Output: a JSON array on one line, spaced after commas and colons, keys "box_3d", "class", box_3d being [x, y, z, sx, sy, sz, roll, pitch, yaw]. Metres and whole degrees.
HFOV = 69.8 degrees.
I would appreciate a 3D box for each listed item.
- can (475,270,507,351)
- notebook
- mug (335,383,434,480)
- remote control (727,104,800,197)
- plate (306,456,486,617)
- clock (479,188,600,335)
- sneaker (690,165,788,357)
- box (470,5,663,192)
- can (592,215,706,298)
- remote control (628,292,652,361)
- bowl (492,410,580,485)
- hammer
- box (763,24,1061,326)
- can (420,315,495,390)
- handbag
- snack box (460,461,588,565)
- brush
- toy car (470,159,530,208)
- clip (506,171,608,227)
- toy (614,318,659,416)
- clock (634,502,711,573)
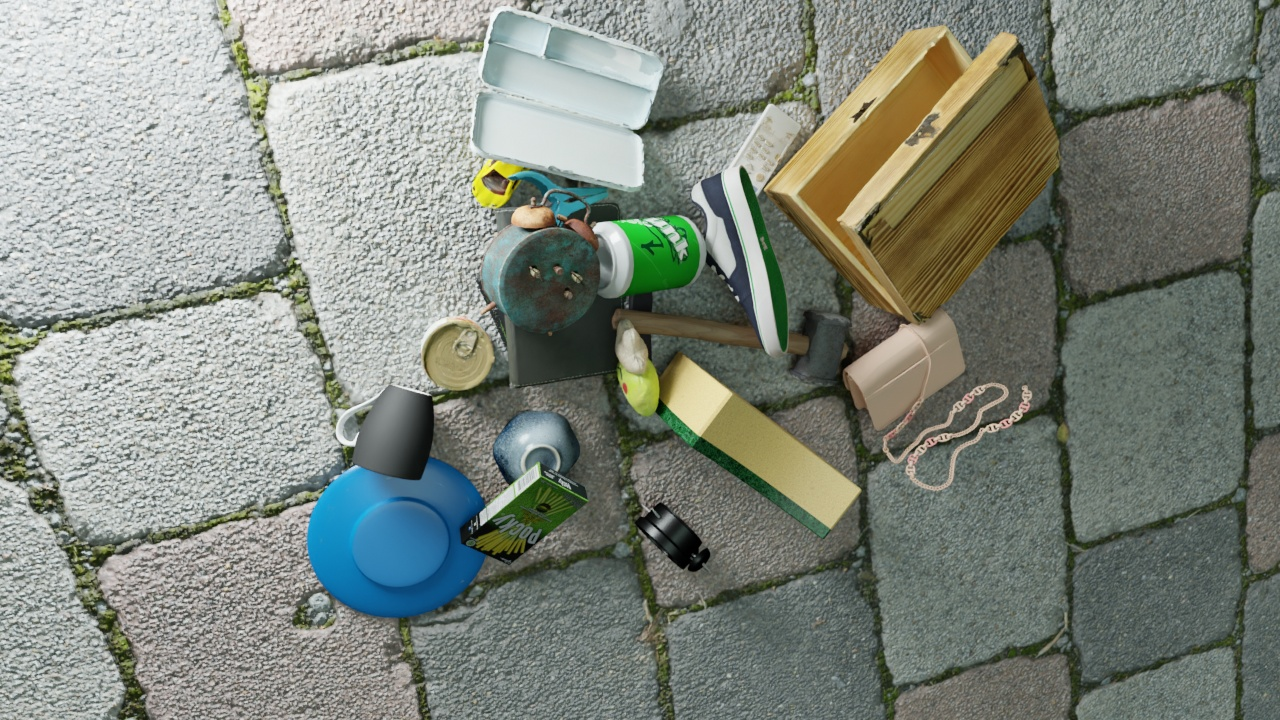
[{"box_3d": [-0.150, -0.052, 1.101, 0.054, 0.054, 0.138, -24, 109, -8], "class": "can"}, {"box_3d": [-0.088, -0.080, 1.093, 0.169, 0.029, 0.209, -9, 103, -34], "class": "notebook"}, {"box_3d": [-0.302, 0.078, 1.090, 0.119, 0.085, 0.100, 15, 87, 12], "class": "mug"}, {"box_3d": [0.145, -0.249, 1.148, 0.050, 0.011, 0.136, 31, 95, -20], "class": "remote control"}, {"box_3d": [-0.301, 0.227, 1.152, 0.224, 0.024, 0.224, -4, 105, -14], "class": "plate"}, {"box_3d": [-0.101, -0.108, 0.999, 0.121, 0.073, 0.158, 16, 102, -37], "class": "clock"}, {"box_3d": [0.121, -0.113, 1.123, 0.079, 0.084, 0.235, -15, 94, 22], "class": "sneaker"}, {"box_3d": [-0.084, -0.292, 1.048, 0.210, 0.084, 0.186, 9, 92, -17], "class": "box"}, {"box_3d": [0.004, -0.123, 1.082, 0.139, 0.088, 0.088, -12, 109, -38], "class": "can"}, {"box_3d": [-0.001, -0.032, 1.157, 0.046, 0.009, 0.124, -21, 116, -53], "class": "remote control"}, {"box_3d": [-0.128, 0.120, 1.153, 0.110, 0.055, 0.110, -3, 105, -13], "class": "bowl"}, {"box_3d": [0.121, -0.033, 1.167, 0.328, 0.052, 0.098, 8, 102, -21], "class": "hammer"}, {"box_3d": [0.357, -0.210, 1.110, 0.258, 0.220, 0.279, 42, 90, -22], "class": "box"}, {"box_3d": [-0.220, -0.009, 1.100, 0.086, 0.043, 0.086, -4, 106, -14], "class": "can"}, {"box_3d": [0.387, 0.034, 1.191, 0.198, 0.187, 0.117, -34, 138, -3], "class": "handbag"}, {"box_3d": [-0.146, 0.193, 1.146, 0.148, 0.025, 0.080, -40, 128, 20], "class": "snack box"}, {"box_3d": [0.135, 0.101, 1.141, 0.250, 0.195, 0.075, 36, 93, -20], "class": "brush"}, {"box_3d": [-0.155, -0.224, 1.067, 0.049, 0.030, 0.107, 34, 96, -21], "class": "toy car"}, {"box_3d": [-0.101, -0.167, 1.045, 0.121, 0.033, 0.119, 20, 80, -31], "class": "clip"}, {"box_3d": [-0.006, 0.006, 1.091, 0.046, 0.092, 0.115, -15, 123, -4], "class": "toy"}, {"box_3d": [0.047, 0.238, 1.213, 0.120, 0.091, 0.042, 46, 79, -7], "class": "clock"}]
